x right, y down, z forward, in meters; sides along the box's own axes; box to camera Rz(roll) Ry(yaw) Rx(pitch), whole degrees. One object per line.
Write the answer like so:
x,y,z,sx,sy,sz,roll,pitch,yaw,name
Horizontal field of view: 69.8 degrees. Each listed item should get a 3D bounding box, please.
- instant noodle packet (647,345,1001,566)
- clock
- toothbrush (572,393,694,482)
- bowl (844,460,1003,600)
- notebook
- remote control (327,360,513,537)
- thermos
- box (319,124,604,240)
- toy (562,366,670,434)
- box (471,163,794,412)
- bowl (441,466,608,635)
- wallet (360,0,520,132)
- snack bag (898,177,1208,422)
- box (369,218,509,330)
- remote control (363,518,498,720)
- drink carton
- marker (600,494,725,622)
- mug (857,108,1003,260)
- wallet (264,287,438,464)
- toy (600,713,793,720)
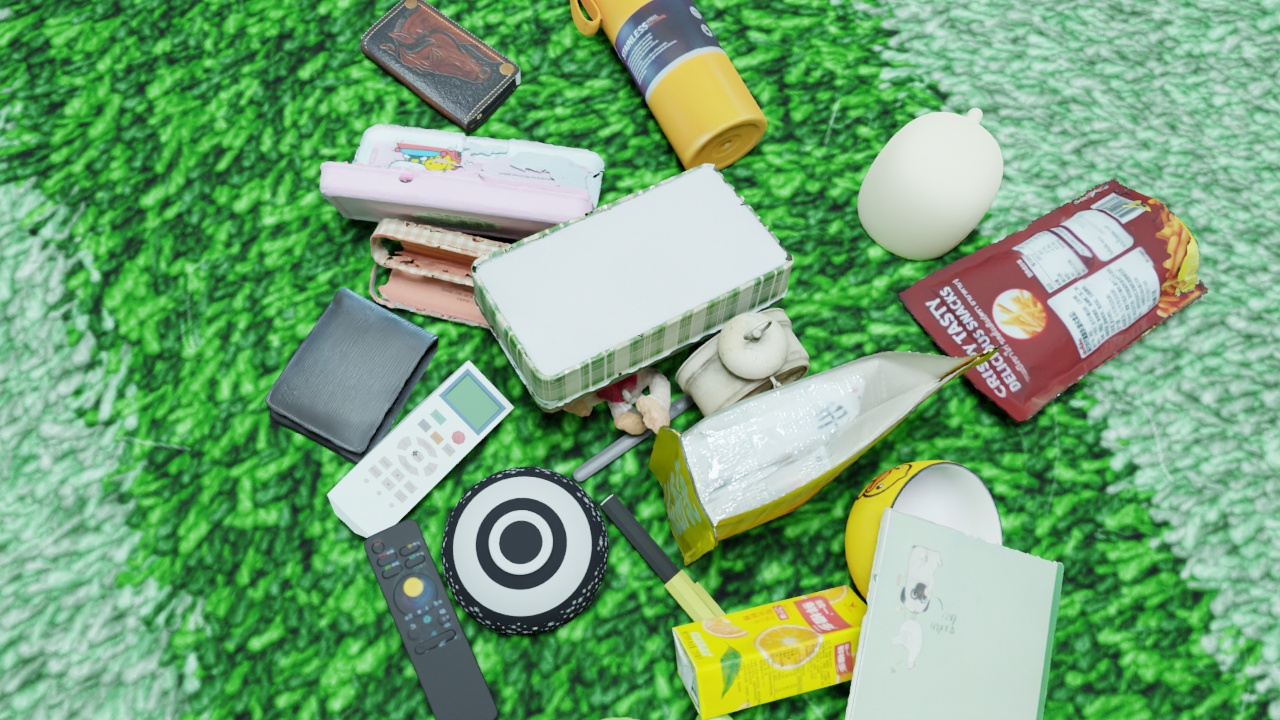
0.120,0.052,0.628,0.221,0.163,0.084,-23,75,-10,instant noodle packet
0.077,0.004,0.638,0.093,0.141,0.054,-29,73,-9,clock
0.018,0.043,0.704,0.167,0.013,0.013,-34,78,-11,toothbrush
0.190,0.128,0.649,0.117,0.068,0.117,2,86,-29,bowl
0.204,0.241,0.603,0.181,0.010,0.252,20,77,-27,notebook
-0.163,0.067,0.676,0.143,0.024,0.049,-45,102,-13,remote control
0.011,-0.268,0.758,0.091,0.076,0.232,-15,72,-45,thermos
-0.133,-0.130,0.715,0.201,0.146,0.077,7,113,-1,box
-0.004,0.004,0.683,0.085,0.074,0.105,24,59,4,toy
-0.005,-0.055,0.641,0.205,0.051,0.117,-27,62,-19,box
-0.082,0.131,0.643,0.120,0.066,0.120,1,73,-3,bowl
-0.169,-0.252,0.777,0.123,0.019,0.072,37,71,8,wallet
0.331,-0.054,0.725,0.207,0.067,0.139,-30,72,-9,snack bag
-0.117,-0.057,0.703,0.187,0.083,0.041,12,47,3,box
-0.146,0.186,0.640,0.041,0.020,0.152,-24,82,-13,remote control
0.095,0.198,0.628,0.134,0.058,0.043,-11,106,-12,drink carton
0.016,0.148,0.668,0.124,0.017,0.021,48,121,11,marker
0.238,-0.151,0.727,0.096,0.100,0.120,32,74,6,mug
-0.218,0.010,0.693,0.089,0.026,0.114,26,74,6,wallet
0.035,0.299,0.585,0.196,0.107,0.150,-4,74,-14,toy
